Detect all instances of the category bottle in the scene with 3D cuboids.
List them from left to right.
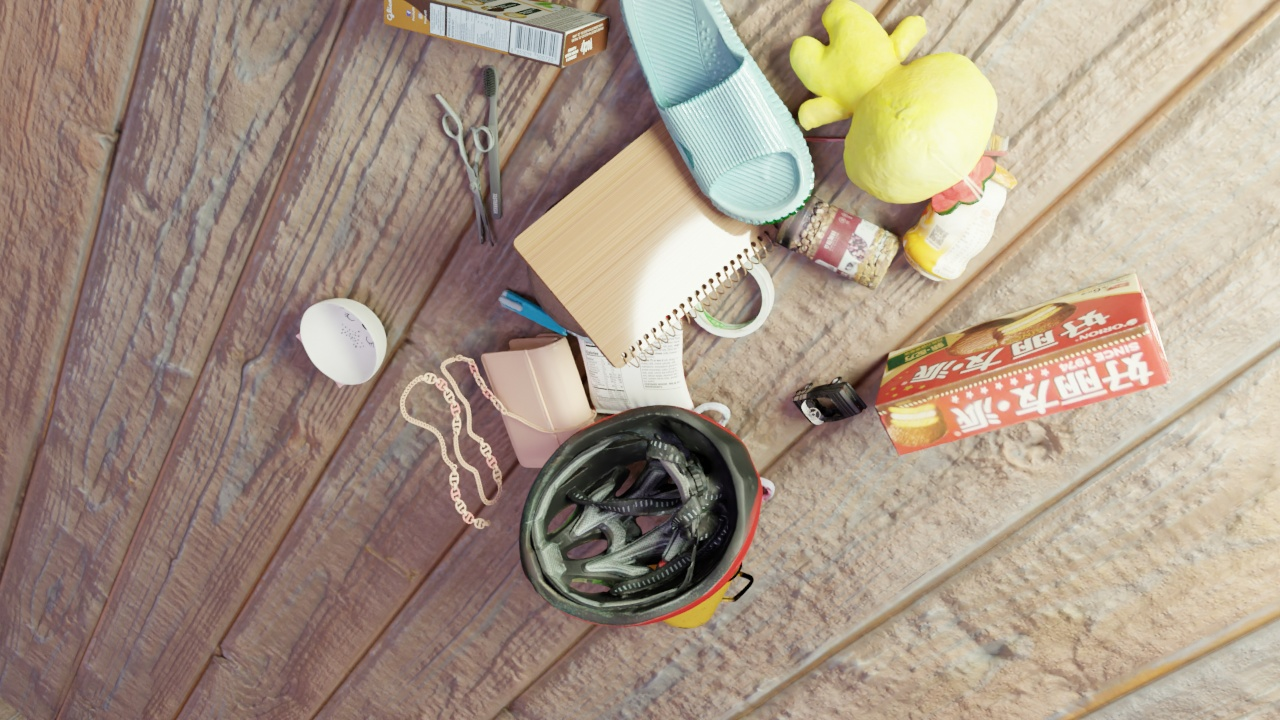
[{"bbox_3d":[0.187,-0.114,0.868,0.105,0.056,0.056,28,124,8],"label":"bottle"},{"bbox_3d":[0.285,-0.125,0.816,0.063,0.063,0.109,35,122,3],"label":"bottle"}]

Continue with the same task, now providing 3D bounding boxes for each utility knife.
[{"bbox_3d":[-0.105,-0.044,1.036,0.149,0.015,0.022,28,123,29],"label":"utility knife"}]

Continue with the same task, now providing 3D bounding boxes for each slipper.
[{"bbox_3d":[0.057,-0.244,0.827,0.116,0.069,0.276,-26,94,35],"label":"slipper"}]

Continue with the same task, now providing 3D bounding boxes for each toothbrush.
[{"bbox_3d":[-0.158,-0.230,0.986,0.013,0.013,0.168,13,123,17],"label":"toothbrush"},{"bbox_3d":[0.233,-0.198,0.828,0.185,0.015,0.016,8,116,21],"label":"toothbrush"}]

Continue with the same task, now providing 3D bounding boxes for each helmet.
[{"bbox_3d":[0.001,0.168,0.983,0.272,0.167,0.217,-26,73,10],"label":"helmet"}]

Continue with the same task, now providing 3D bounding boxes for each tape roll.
[{"bbox_3d":[0.092,-0.069,0.957,0.094,0.018,0.094,11,121,19],"label":"tape roll"}]

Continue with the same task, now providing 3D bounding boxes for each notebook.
[{"bbox_3d":[0.010,-0.114,0.886,0.210,0.022,0.169,-41,98,-8],"label":"notebook"}]

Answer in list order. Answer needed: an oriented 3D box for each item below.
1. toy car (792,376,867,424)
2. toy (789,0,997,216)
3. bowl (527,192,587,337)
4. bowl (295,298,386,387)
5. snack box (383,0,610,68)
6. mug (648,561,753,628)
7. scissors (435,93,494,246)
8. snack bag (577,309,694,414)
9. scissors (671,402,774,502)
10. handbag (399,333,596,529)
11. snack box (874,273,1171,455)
[{"bbox_3d":[0.192,0.045,0.947,0.040,0.037,0.092,49,157,-9],"label":"toy car"},{"bbox_3d":[0.213,-0.216,0.778,0.134,0.092,0.207,-45,68,22],"label":"toy"},{"bbox_3d":[-0.047,-0.098,0.950,0.162,0.070,0.162,5,105,19],"label":"bowl"},{"bbox_3d":[-0.367,-0.031,1.162,0.115,0.050,0.115,11,120,19],"label":"bowl"},{"bbox_3d":[-0.135,-0.323,0.870,0.186,0.100,0.032,18,122,14],"label":"snack box"},{"bbox_3d":[0.069,0.260,1.101,0.123,0.100,0.094,19,126,-3],"label":"mug"},{"bbox_3d":[-0.192,-0.208,1.012,0.120,0.014,0.160,37,135,16],"label":"scissors"},{"bbox_3d":[-0.006,0.006,1.027,0.131,0.039,0.144,3,124,20],"label":"snack bag"},{"bbox_3d":[0.074,0.109,1.058,0.171,0.013,0.175,14,130,16],"label":"scissors"},{"bbox_3d":[-0.139,0.082,1.037,0.117,0.186,0.199,-1,113,44],"label":"handbag"},{"bbox_3d":[0.338,0.006,0.831,0.237,0.112,0.060,-21,107,32],"label":"snack box"}]
